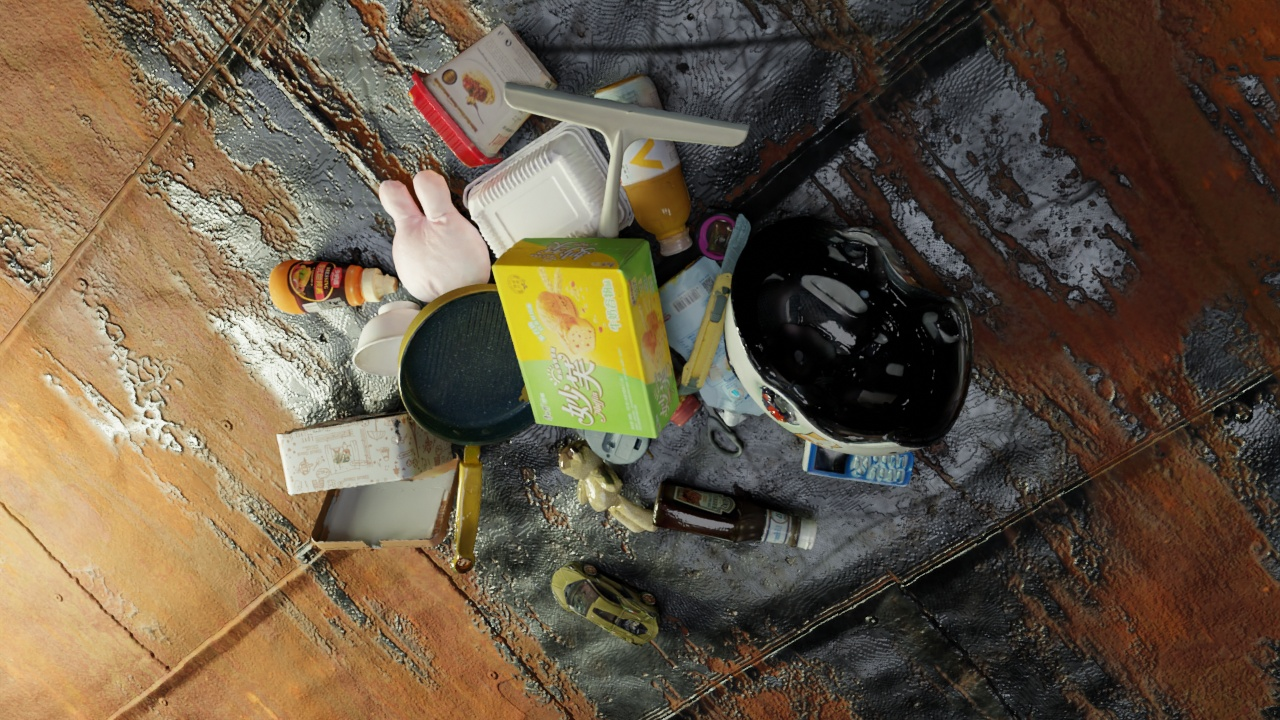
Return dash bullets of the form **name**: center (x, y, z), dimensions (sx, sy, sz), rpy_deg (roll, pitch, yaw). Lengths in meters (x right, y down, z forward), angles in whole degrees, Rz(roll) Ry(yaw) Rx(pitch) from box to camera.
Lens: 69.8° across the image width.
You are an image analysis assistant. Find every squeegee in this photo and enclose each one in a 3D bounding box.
- **squeegee**: center (-0.032, -0.146, 0.958), dimensions (0.246, 0.039, 0.247), rpy_deg (12, 126, 4)

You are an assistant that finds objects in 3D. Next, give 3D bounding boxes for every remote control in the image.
- **remote control**: center (0.256, 0.117, 1.082), dimensions (0.125, 0.024, 0.049), rpy_deg (8, 112, 7)

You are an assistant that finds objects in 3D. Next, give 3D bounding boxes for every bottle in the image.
- **bottle**: center (0.114, 0.191, 1.111), dimensions (0.195, 0.079, 0.044), rpy_deg (11, 107, 5)
- **bottle**: center (-0.368, -0.090, 1.111), dimensions (0.149, 0.066, 0.067), rpy_deg (-1, 111, 4)
- **bottle**: center (0.009, -0.205, 0.981), dimensions (0.068, 0.067, 0.189), rpy_deg (-15, 110, 16)
- **bottle**: center (-0.006, 0.006, 1.069), dimensions (0.175, 0.057, 0.058), rpy_deg (41, 113, -3)

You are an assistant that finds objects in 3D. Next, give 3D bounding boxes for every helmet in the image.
- **helmet**: center (0.198, -0.010, 0.962), dimensions (0.274, 0.229, 0.157), rpy_deg (29, 155, -3)

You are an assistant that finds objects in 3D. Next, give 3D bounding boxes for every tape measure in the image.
- **tape measure**: center (0.087, -0.139, 1.007), dimensions (0.057, 0.039, 0.058), rpy_deg (13, 113, 6)

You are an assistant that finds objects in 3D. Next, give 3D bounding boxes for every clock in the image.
- **clock**: center (-0.032, 0.072, 1.104), dimensions (0.122, 0.055, 0.082), rpy_deg (25, 118, 8)

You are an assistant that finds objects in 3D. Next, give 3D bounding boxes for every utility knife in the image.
- **utility knife**: center (0.083, -0.057, 1.013), dimensions (0.031, 0.022, 0.216), rpy_deg (12, 105, -15)

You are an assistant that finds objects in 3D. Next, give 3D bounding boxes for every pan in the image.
- **pan**: center (-0.194, 0.085, 1.082), dimensions (0.197, 0.078, 0.358), rpy_deg (3, 114, -25)

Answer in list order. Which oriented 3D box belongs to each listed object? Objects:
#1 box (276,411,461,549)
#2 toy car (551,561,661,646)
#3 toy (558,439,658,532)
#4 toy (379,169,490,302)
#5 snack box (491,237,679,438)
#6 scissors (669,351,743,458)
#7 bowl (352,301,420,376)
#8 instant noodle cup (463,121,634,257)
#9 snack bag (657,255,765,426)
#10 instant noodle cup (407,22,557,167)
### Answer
- **box**: center (-0.331, 0.155, 1.149), dimensions (0.182, 0.152, 0.174), rpy_deg (-9, 91, 15)
- **toy car**: center (-0.047, 0.324, 1.218), dimensions (0.158, 0.042, 0.070), rpy_deg (26, 113, 3)
- **toy**: center (-0.038, 0.159, 1.144), dimensions (0.157, 0.066, 0.105), rpy_deg (45, 155, -12)
- **toy**: center (-0.240, -0.140, 1.063), dimensions (0.121, 0.054, 0.159), rpy_deg (-8, 114, 18)
- **snack box**: center (-0.055, -0.024, 0.987), dimensions (0.158, 0.069, 0.210), rpy_deg (5, 123, 26)
- **scissors**: center (0.075, 0.046, 1.099), dimensions (0.179, 0.014, 0.159), rpy_deg (-5, 107, 16)
- **bowl**: center (-0.287, -0.032, 1.104), dimensions (0.118, 0.118, 0.064), rpy_deg (-19, 69, 18)
- **instant noodle cup**: center (-0.109, -0.168, 1.026), dimensions (0.174, 0.060, 0.138), rpy_deg (-28, 104, 21)
- **snack bag**: center (0.092, -0.018, 1.049), dimensions (0.110, 0.039, 0.191), rpy_deg (-37, 96, 7)
- **instant noodle cup**: center (-0.161, -0.283, 0.969), dimensions (0.124, 0.116, 0.116), rpy_deg (-39, 100, 10)
